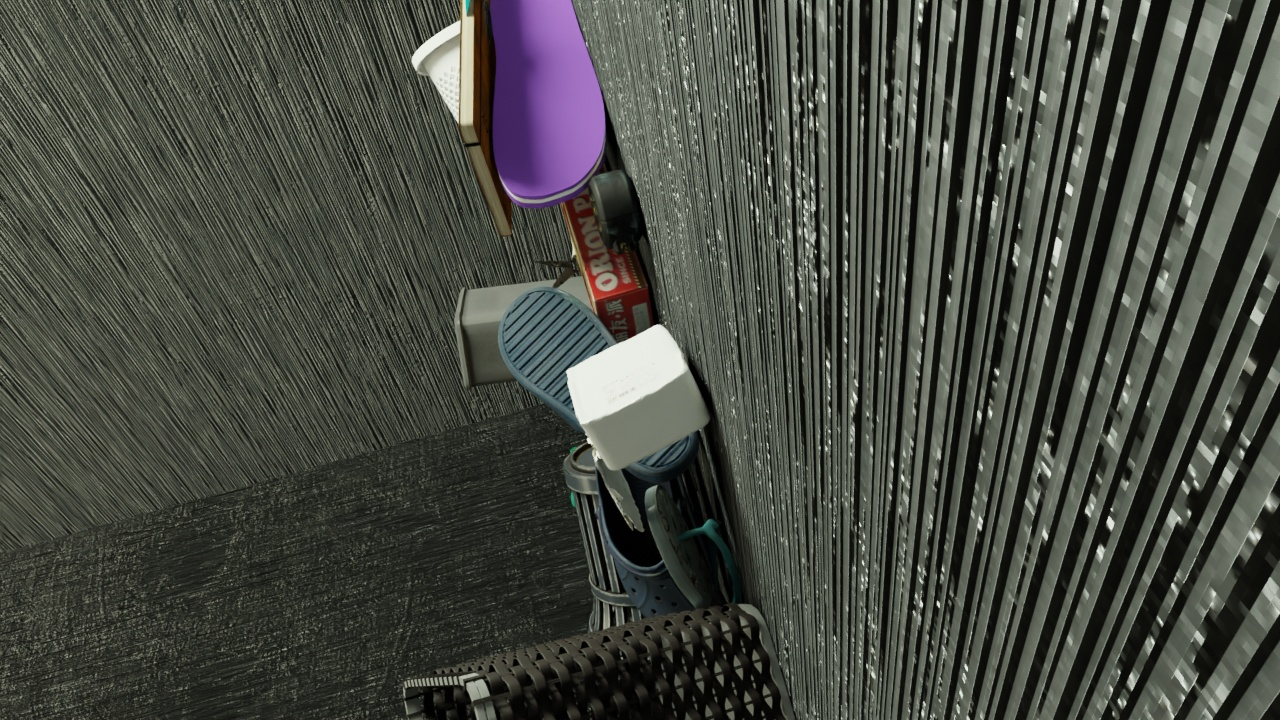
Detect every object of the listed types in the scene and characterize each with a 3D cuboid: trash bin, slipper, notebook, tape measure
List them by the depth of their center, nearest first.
[{"bbox_3d":[-0.023,-0.137,0.841,0.071,0.042,0.072,-106,4,-65],"label":"tape measure"},{"bbox_3d":[0.069,0.201,0.875,0.098,0.055,0.269,-106,-8,-49],"label":"slipper"},{"bbox_3d":[-0.153,-0.276,0.906,0.179,0.014,0.248,79,-175,-62],"label":"notebook"},{"bbox_3d":[-0.043,0.032,0.908,0.263,0.101,0.082,42,167,28],"label":"slipper"},{"bbox_3d":[-0.093,-0.252,0.916,0.084,0.107,0.266,87,174,-66],"label":"slipper"},{"bbox_3d":[0.007,0.184,0.951,0.095,0.105,0.253,-52,-52,-67],"label":"slipper"},{"bbox_3d":[-0.003,0.210,1.094,0.164,0.164,0.227,-119,18,-75],"label":"trash bin"},{"bbox_3d":[-0.121,-0.045,1.193,0.191,0.219,0.098,-116,20,-72],"label":"trash bin"},{"bbox_3d":[-0.170,-0.341,1.222,0.195,0.195,0.199,-131,16,-82],"label":"trash bin"}]

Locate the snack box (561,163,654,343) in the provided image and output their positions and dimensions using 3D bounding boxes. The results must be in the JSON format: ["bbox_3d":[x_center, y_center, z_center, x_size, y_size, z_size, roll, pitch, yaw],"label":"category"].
[{"bbox_3d":[-0.043,-0.128,1.010,0.113,0.060,0.236,78,175,-57],"label":"snack box"}]

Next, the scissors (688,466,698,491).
[{"bbox_3d":[0.034,0.058,0.962,0.156,0.019,0.125,-112,6,-49],"label":"scissors"}]

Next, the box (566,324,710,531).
[{"bbox_3d":[0.000,0.068,0.755,0.137,0.128,0.108,61,-178,-24],"label":"box"}]

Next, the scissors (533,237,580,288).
[{"bbox_3d":[-0.066,-0.114,1.092,0.162,0.013,0.157,33,-145,-31],"label":"scissors"}]

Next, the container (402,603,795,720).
[{"bbox_3d":[-0.026,0.345,0.745,0.246,0.243,0.247,-37,66,59],"label":"container"}]

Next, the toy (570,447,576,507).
[{"bbox_3d":[-0.044,0.110,1.224,0.192,0.072,0.131,-58,0,-45],"label":"toy"}]
